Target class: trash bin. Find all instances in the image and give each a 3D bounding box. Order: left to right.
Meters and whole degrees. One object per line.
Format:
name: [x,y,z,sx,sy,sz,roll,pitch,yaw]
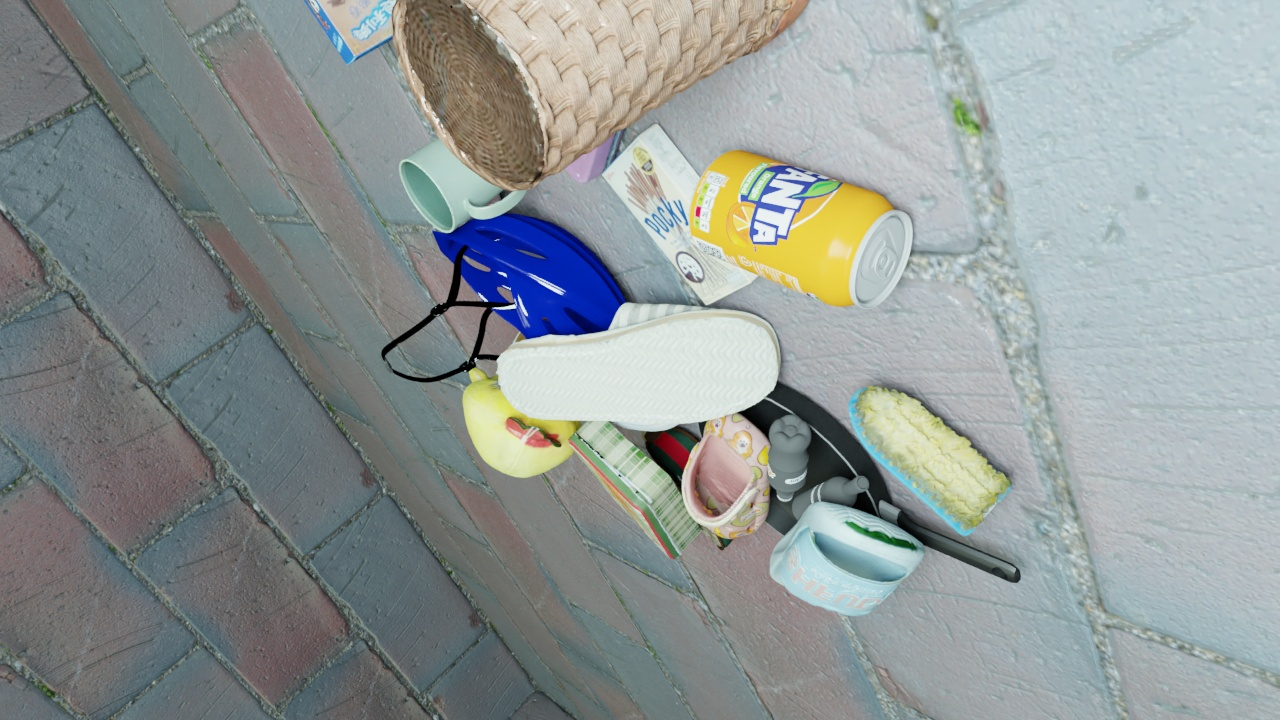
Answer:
trash bin: [-0.020,-0.207,0.521,0.151,0.209,0.151,37,152,23]

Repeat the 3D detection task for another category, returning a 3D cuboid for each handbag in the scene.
handbag: [0.057,0.144,1.085,0.166,0.063,0.138,54,165,-15]

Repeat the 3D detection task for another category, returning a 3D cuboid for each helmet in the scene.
helmet: [-0.141,-0.042,0.933,0.241,0.227,0.148,36,161,18]

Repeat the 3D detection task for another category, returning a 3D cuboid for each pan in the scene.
pan: [0.192,0.123,0.858,0.357,0.034,0.225,20,143,46]

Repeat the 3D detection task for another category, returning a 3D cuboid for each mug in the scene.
mug: [-0.164,-0.182,0.914,0.111,0.103,0.084,36,152,27]

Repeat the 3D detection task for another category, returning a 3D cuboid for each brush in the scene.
brush: [0.220,0.073,0.723,0.136,0.055,0.075,43,176,13]

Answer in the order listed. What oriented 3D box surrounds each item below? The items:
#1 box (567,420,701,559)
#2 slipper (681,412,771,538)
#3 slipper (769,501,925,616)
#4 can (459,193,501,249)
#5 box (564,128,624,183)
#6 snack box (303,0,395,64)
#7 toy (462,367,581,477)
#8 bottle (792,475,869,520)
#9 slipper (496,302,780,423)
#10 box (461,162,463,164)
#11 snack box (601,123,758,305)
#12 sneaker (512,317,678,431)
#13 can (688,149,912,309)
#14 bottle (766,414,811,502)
box: [-0.003,0.138,0.978,0.117,0.050,0.206,39,168,25]
slipper: [0.077,0.126,0.919,0.093,0.081,0.198,39,152,25]
slipper: [0.174,0.191,0.827,0.104,0.074,0.246,20,157,0]
can: [-0.186,-0.172,1.009,0.067,0.067,0.076,37,153,24]
box: [-0.038,-0.226,0.734,0.076,0.036,0.215,48,156,9]
snack box: [-0.282,-0.367,0.859,0.034,0.087,0.151,3,130,59]
toy: [-0.131,0.060,0.991,0.133,0.092,0.207,25,-165,-15]
bottle: [0.171,0.121,0.812,0.030,0.030,0.113,46,155,5]
slipper: [-0.005,0.005,0.852,0.273,0.053,0.114,-8,111,19]
box: [-0.146,-0.262,0.783,0.084,0.076,0.231,28,154,-1]
snack box: [0.036,-0.120,0.773,0.150,0.026,0.082,50,156,-6]
sneaker: [-0.028,0.032,1.031,0.127,0.120,0.295,38,168,-37]
can: [0.107,-0.091,0.635,0.142,0.079,0.079,29,149,37]
bottle: [0.133,0.093,0.828,0.036,0.036,0.110,34,150,29]
